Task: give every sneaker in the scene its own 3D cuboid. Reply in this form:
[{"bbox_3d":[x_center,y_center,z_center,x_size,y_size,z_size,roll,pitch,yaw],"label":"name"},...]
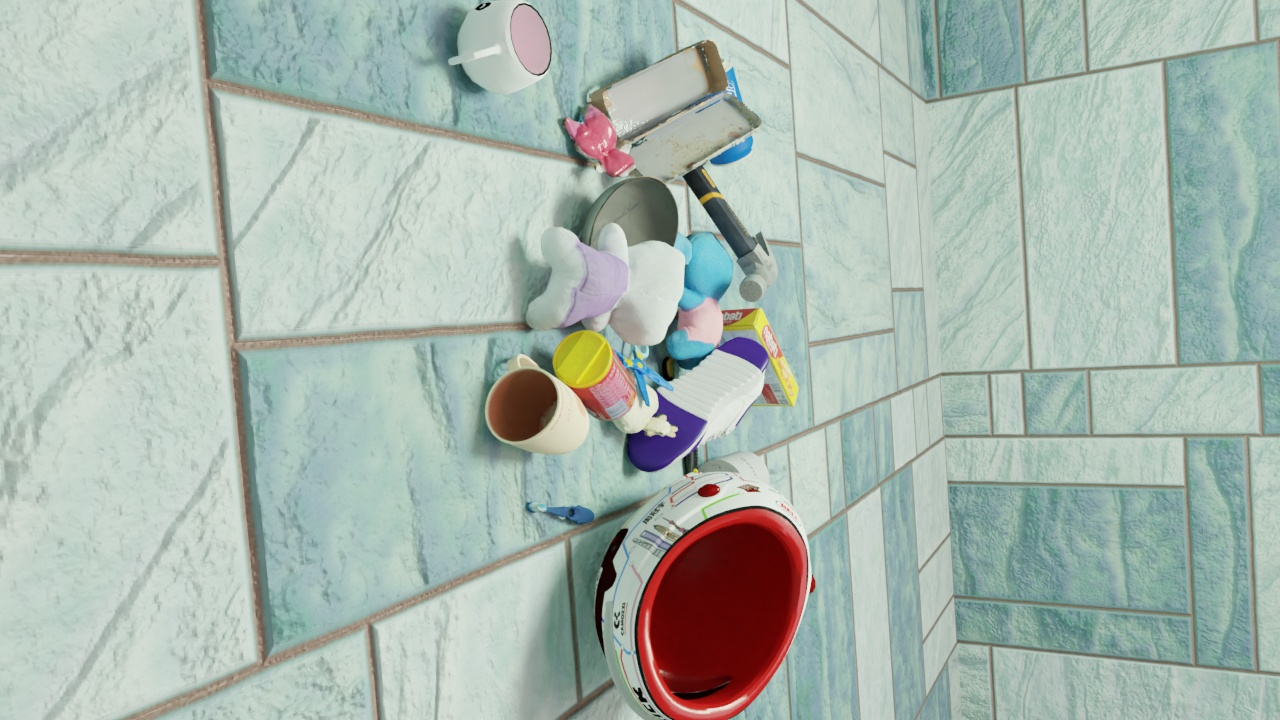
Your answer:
[{"bbox_3d":[0.078,0.076,1.254,0.243,0.092,0.111,-40,152,-20],"label":"sneaker"}]

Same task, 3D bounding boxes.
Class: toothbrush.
[{"bbox_3d":[-0.086,0.174,1.050,0.132,0.016,0.021,25,68,-57],"label":"toothbrush"}]

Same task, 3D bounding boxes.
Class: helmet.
[{"bbox_3d":[0.062,0.277,1.089,0.231,0.237,0.313,43,64,-9],"label":"helmet"}]

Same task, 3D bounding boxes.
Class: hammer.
[{"bbox_3d":[0.089,-0.231,1.262,0.312,0.035,0.139,54,29,-9],"label":"hammer"}]

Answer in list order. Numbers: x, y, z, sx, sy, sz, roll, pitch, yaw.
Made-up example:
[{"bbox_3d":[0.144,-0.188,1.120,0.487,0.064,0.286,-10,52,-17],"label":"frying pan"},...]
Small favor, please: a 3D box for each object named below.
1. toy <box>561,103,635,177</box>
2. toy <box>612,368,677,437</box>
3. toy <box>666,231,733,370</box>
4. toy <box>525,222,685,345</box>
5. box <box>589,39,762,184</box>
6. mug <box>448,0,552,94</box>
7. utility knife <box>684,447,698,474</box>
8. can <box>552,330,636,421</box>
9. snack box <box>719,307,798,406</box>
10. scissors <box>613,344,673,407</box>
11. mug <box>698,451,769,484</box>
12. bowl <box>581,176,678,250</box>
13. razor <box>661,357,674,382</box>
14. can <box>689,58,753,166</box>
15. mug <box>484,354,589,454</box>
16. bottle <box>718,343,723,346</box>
[{"bbox_3d":[-0.052,-0.259,1.117,0.102,0.050,0.065,47,52,-1],"label":"toy"},{"bbox_3d":[-0.005,0.060,1.164,0.112,0.050,0.087,54,36,-8],"label":"toy"},{"bbox_3d":[0.072,-0.088,1.270,0.224,0.099,0.191,23,72,-68],"label":"toy"},{"bbox_3d":[-0.027,-0.086,1.053,0.209,0.086,0.138,3,103,-45],"label":"toy"},{"bbox_3d":[0.048,-0.322,1.198,0.216,0.071,0.157,-36,85,-31],"label":"box"},{"bbox_3d":[-0.148,-0.311,0.919,0.123,0.076,0.090,-45,126,-53],"label":"mug"},{"bbox_3d":[0.076,0.165,1.339,0.028,0.020,0.234,-12,101,-58],"label":"utility knife"},{"bbox_3d":[-0.050,0.020,1.048,0.124,0.067,0.066,58,38,-63],"label":"can"},{"bbox_3d":[0.175,-0.001,1.452,0.201,0.092,0.042,57,42,-41],"label":"snack box"},{"bbox_3d":[-0.005,0.005,1.173,0.125,0.014,0.130,35,38,-24],"label":"scissors"},{"bbox_3d":[0.145,0.199,1.374,0.096,0.083,0.119,-5,65,-61],"label":"mug"},{"bbox_3d":[-0.024,-0.158,1.123,0.150,0.057,0.151,-25,130,-34],"label":"bowl"},{"bbox_3d":[0.046,0.066,1.289,0.044,0.021,0.144,-14,101,-48],"label":"razor"},{"bbox_3d":[0.119,-0.377,1.397,0.078,0.079,0.146,-57,135,-46],"label":"can"},{"bbox_3d":[-0.107,0.046,0.973,0.111,0.085,0.104,67,12,25],"label":"mug"},{"bbox_3d":[0.131,0.036,1.416,0.131,0.048,0.047,64,37,-35],"label":"bottle"}]
